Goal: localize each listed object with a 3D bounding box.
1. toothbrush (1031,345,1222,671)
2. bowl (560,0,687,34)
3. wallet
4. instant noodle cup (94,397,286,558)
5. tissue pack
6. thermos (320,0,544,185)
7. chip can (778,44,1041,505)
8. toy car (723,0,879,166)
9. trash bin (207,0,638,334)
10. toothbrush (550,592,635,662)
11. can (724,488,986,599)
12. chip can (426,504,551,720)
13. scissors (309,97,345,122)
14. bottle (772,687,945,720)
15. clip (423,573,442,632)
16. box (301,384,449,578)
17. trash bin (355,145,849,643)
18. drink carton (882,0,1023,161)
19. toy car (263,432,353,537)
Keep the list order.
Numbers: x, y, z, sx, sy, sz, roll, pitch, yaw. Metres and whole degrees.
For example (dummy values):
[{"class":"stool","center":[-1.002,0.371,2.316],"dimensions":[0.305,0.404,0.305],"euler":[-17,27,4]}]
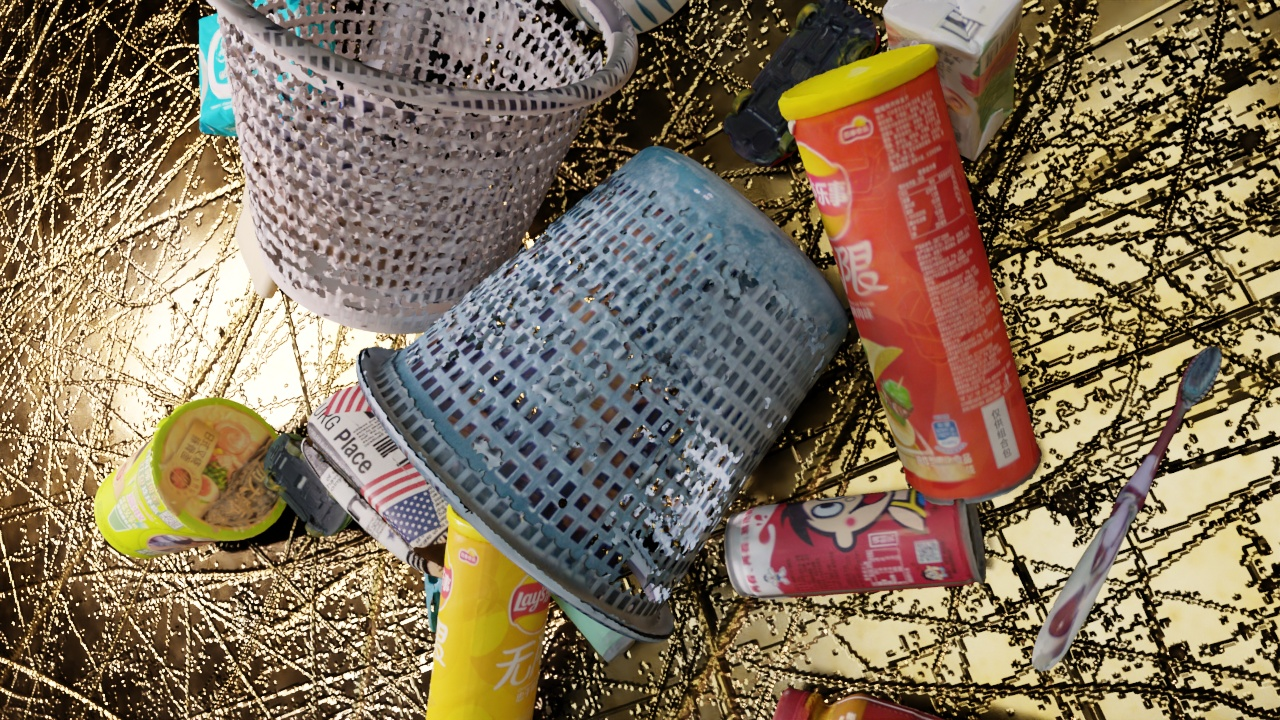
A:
[{"class":"toothbrush","center":[0.246,0.077,0.465],"dimensions":[0.016,0.017,0.187],"euler":[29,98,26]},{"class":"bowl","center":[-0.017,-0.280,0.598],"dimensions":[0.117,0.066,0.116],"euler":[-2,85,26]},{"class":"wallet","center":[-0.293,-0.119,0.729],"dimensions":[0.115,0.024,0.087],"euler":[-52,58,33]},{"class":"instant noodle cup","center":[-0.358,0.102,0.716],"dimensions":[0.124,0.111,0.111],"euler":[-25,75,30]},{"class":"tissue pack","center":[-0.307,-0.239,0.745],"dimensions":[0.134,0.050,0.093],"euler":[-6,84,26]},{"class":"thermos","center":[-0.144,-0.196,0.626],"dimensions":[0.090,0.068,0.243],"euler":[41,117,10]},{"class":"chip can","center":[0.135,-0.037,0.445],"dimensions":[0.073,0.073,0.217],"euler":[-15,110,24]},{"class":"toy car","center":[0.095,-0.165,0.552],"dimensions":[0.049,0.031,0.106],"euler":[44,103,23]},{"class":"trash bin","center":[-0.136,-0.130,0.527],"dimensions":[0.227,0.226,0.193],"euler":[45,135,22]},{"class":"toothbrush","center":[-0.083,0.111,0.620],"dimensions":[0.224,0.026,0.027],"euler":[44,135,23]},{"class":"can","center":[0.116,0.101,0.507],"dimensions":[0.133,0.053,0.053],"euler":[-11,81,25]},{"class":"chip can","center":[-0.097,0.192,0.576],"dimensions":[0.072,0.072,0.213],"euler":[15,103,26]},{"class":"scissors","center":[-0.255,-0.127,0.721],"dimensions":[0.108,0.012,0.175],"euler":[41,100,0]},{"class":"bottle","center":[0.155,0.215,0.476],"dimensions":[0.175,0.057,0.057],"euler":[9,90,27]},{"class":"clip","center":[-0.141,0.163,0.651],"dimensions":[0.039,0.013,0.056],"euler":[-18,80,23]},{"class":"box","center":[-0.169,0.077,0.636],"dimensions":[0.163,0.076,0.088],"euler":[38,95,32]},{"class":"trash bin","center":[-0.003,0.003,0.501],"dimensions":[0.195,0.226,0.226],"euler":[-47,68,2]},{"class":"drink carton","center":[0.159,-0.150,0.468],"dimensions":[0.053,0.122,0.045],"euler":[37,92,22]},{"class":"toy car","center":[-0.248,0.094,0.696],"dimensions":[0.091,0.036,0.043],"euler":[41,102,24]}]
